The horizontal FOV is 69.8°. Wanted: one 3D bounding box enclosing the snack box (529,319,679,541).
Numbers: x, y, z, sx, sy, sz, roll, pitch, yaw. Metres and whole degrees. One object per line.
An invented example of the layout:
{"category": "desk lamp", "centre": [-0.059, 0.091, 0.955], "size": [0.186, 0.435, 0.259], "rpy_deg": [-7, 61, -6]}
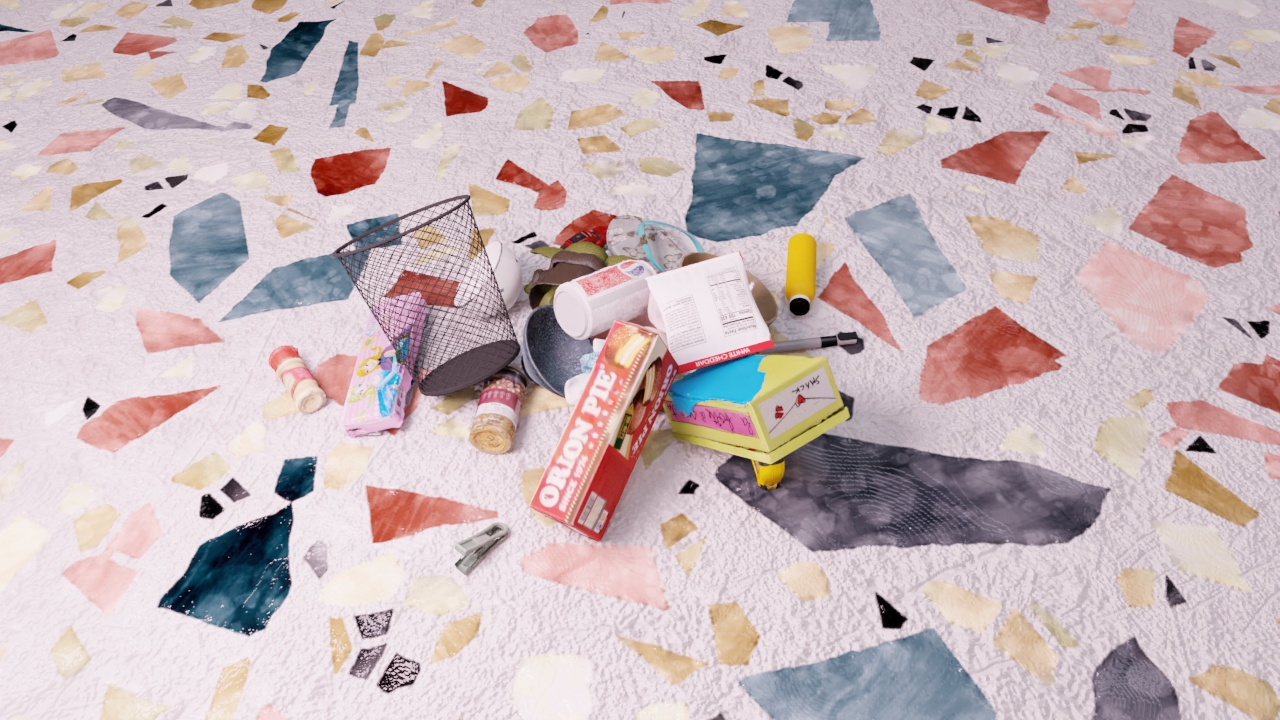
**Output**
{"category": "snack box", "centre": [-0.037, 0.082, 1.059], "size": [0.060, 0.113, 0.236], "rpy_deg": [20, 77, 21]}

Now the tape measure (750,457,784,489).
{"category": "tape measure", "centre": [0.154, 0.115, 1.109], "size": [0.037, 0.064, 0.065], "rpy_deg": [-10, 49, -5]}

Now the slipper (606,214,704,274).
{"category": "slipper", "centre": [0.049, -0.147, 1.354], "size": [0.269, 0.055, 0.098], "rpy_deg": [38, 60, 24]}

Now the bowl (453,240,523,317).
{"category": "bowl", "centre": [-0.211, -0.109, 1.321], "size": [0.063, 0.114, 0.113], "rpy_deg": [33, 35, -28]}

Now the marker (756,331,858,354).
{"category": "marker", "centre": [0.229, -0.023, 1.265], "size": [0.140, 0.016, 0.016], "rpy_deg": [-6, 47, -3]}

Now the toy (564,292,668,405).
{"category": "toy", "centre": [-0.007, 0.007, 1.196], "size": [0.205, 0.106, 0.131], "rpy_deg": [-35, 67, -18]}

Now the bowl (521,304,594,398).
{"category": "bowl", "centre": [-0.121, -0.001, 1.223], "size": [0.057, 0.137, 0.136], "rpy_deg": [-28, 37, 33]}

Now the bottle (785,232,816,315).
{"category": "bottle", "centre": [0.234, -0.125, 1.340], "size": [0.043, 0.043, 0.143], "rpy_deg": [5, 48, 7]}

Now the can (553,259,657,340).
{"category": "can", "centre": [-0.043, -0.084, 1.227], "size": [0.135, 0.078, 0.078], "rpy_deg": [-25, 50, -37]}

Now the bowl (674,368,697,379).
{"category": "bowl", "centre": [0.080, -0.020, 1.253], "size": [0.110, 0.041, 0.109], "rpy_deg": [-2, 47, 2]}

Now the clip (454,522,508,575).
{"category": "clip", "centre": [-0.183, 0.212, 1.064], "size": [0.023, 0.059, 0.075], "rpy_deg": [31, 43, 25]}

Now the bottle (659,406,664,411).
{"category": "bottle", "centre": [-0.015, 0.062, 1.190], "size": [0.113, 0.030, 0.030], "rpy_deg": [-15, 48, -11]}

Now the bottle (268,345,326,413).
{"category": "bottle", "centre": [-0.464, 0.025, 1.241], "size": [0.044, 0.044, 0.109], "rpy_deg": [-29, 53, -22]}

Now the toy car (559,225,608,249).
{"category": "toy car", "centre": [-0.082, -0.181, 1.417], "size": [0.091, 0.036, 0.042], "rpy_deg": [-30, 53, -31]}

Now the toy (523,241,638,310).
{"category": "toy", "centre": [-0.096, -0.111, 1.321], "size": [0.179, 0.078, 0.152], "rpy_deg": [9, 42, 18]}

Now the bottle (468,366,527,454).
{"category": "bottle", "centre": [-0.182, 0.063, 1.181], "size": [0.056, 0.056, 0.105], "rpy_deg": [3, 48, 5]}

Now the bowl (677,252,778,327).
{"category": "bowl", "centre": [0.110, -0.082, 1.258], "size": [0.152, 0.051, 0.152], "rpy_deg": [21, 34, -15]}

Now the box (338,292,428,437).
{"category": "box", "centre": [-0.345, 0.007, 1.258], "size": [0.085, 0.053, 0.229], "rpy_deg": [-13, 46, 14]}

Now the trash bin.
{"category": "trash bin", "centre": [-0.261, -0.079, 1.182], "size": [0.184, 0.210, 0.183], "rpy_deg": [-20, 20, 7]}

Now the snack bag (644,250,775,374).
{"category": "snack bag", "centre": [0.085, -0.063, 1.155], "size": [0.131, 0.039, 0.144], "rpy_deg": [-16, 65, 0]}

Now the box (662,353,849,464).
{"category": "box", "centre": [0.126, 0.050, 1.090], "size": [0.124, 0.081, 0.221], "rpy_deg": [-28, 13, -25]}
